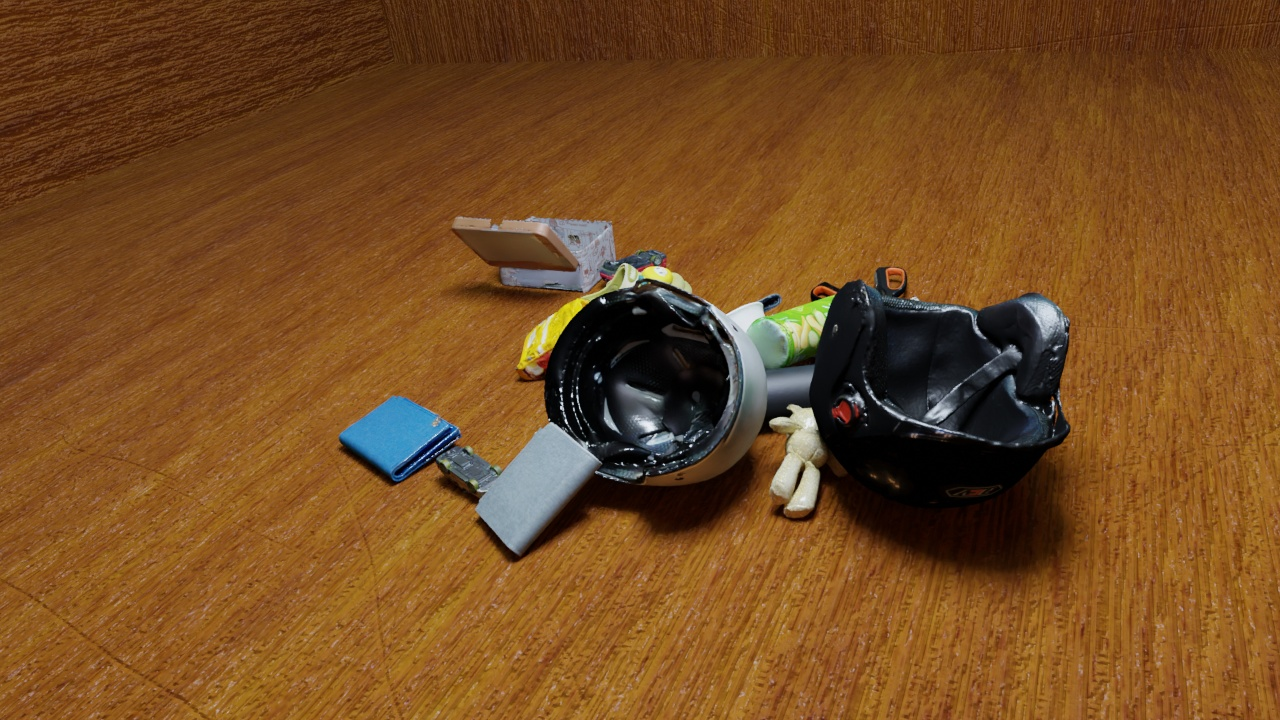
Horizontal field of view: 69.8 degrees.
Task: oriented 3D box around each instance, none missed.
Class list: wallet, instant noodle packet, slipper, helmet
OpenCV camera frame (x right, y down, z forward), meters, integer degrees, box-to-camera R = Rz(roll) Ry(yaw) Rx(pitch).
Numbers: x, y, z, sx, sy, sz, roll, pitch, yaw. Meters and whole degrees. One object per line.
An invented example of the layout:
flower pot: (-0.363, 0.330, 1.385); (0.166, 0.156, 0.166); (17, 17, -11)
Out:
wallet: (0.131, -0.057, 1.307); (0.120, 0.019, 0.097); (-26, 1, -31)
wallet: (-0.112, 0.137, 0.993); (0.129, 0.037, 0.106); (-48, 39, -8)
instant noodle packet: (-0.121, -0.031, 1.302); (0.111, 0.044, 0.128); (-31, 22, 19)
slipper: (-0.016, -0.104, 1.403); (0.190, 0.082, 0.091); (-12, 32, -4)
wallet: (-0.302, 0.095, 1.151); (0.133, 0.040, 0.106); (22, 49, 41)
helmet: (0.292, 0.039, 0.927); (0.233, 0.231, 0.274); (2, 36, -12)
helmet: (0.034, 0.037, 1.037); (0.274, 0.230, 0.156); (11, -9, 46)

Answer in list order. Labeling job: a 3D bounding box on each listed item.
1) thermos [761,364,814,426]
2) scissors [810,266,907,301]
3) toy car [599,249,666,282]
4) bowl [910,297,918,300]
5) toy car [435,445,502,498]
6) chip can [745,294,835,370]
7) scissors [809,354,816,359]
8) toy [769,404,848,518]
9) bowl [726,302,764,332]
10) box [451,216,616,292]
thermos: (0.229, 0.041, 1.099); (0.242, 0.068, 0.089); (-7, 36, 1)
scissors: (0.341, -0.078, 1.344); (0.225, 0.022, 0.220); (8, 38, 29)
toy car: (-0.011, -0.151, 1.519); (0.120, 0.045, 0.053); (-19, 29, -31)
bowl: (0.326, -0.025, 1.183); (0.113, 0.114, 0.062); (-28, 79, -34)
toy car: (-0.196, 0.132, 1.063); (0.090, 0.035, 0.042); (25, 43, 35)
chip can: (0.225, -0.041, 1.200); (0.073, 0.073, 0.220); (20, 27, 39)
scissors: (0.196, -0.024, 1.279); (0.163, 0.014, 0.166); (-11, 30, -5)
toy: (0.178, 0.108, 1.008); (0.105, 0.066, 0.156); (30, 39, -1)
bowl: (0.128, -0.017, 1.214); (0.118, 0.119, 0.064); (-23, 73, -27)
box: (-0.170, -0.181, 1.519); (0.179, 0.130, 0.272); (7, 6, 24)
